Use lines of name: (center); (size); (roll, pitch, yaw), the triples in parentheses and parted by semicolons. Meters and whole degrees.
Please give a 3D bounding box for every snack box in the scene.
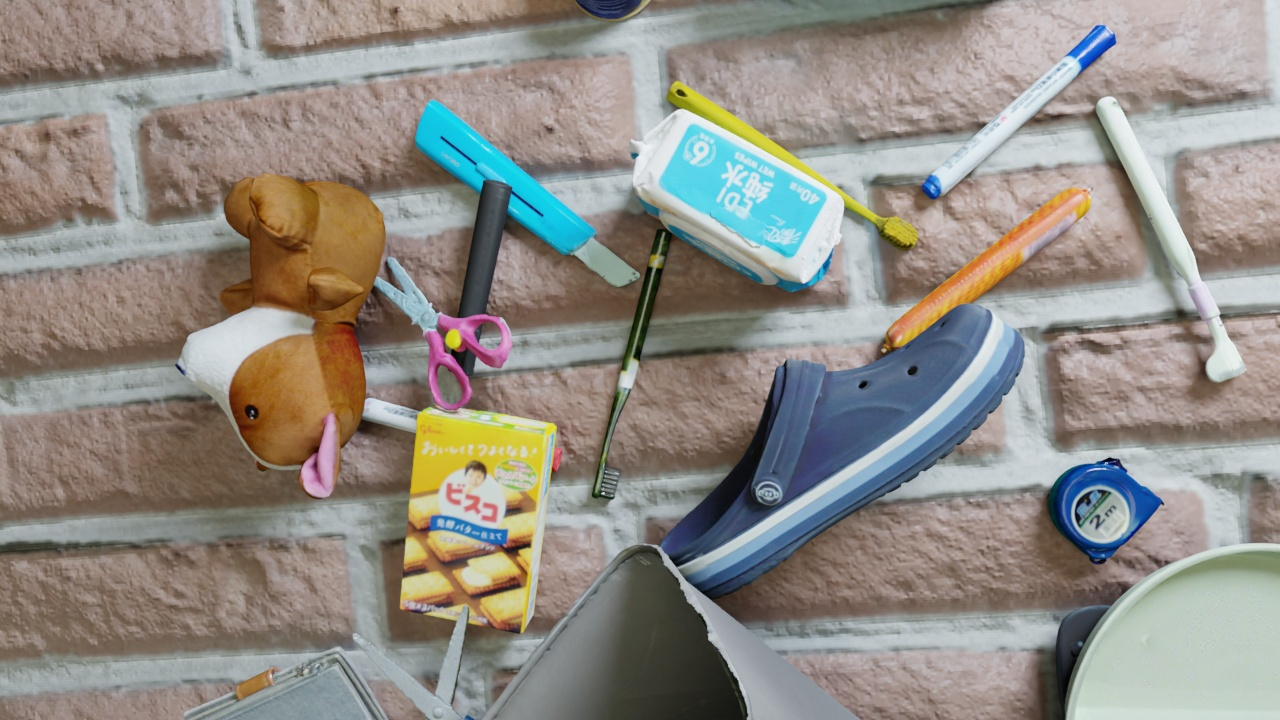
snack box: (-0.108, 0.104, 0.607); (0.087, 0.033, 0.140); (10, 99, 7)

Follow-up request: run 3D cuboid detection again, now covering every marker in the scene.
marker: (-0.108, -0.054, 0.611); (0.020, 0.022, 0.132); (7, 102, -29)
marker: (-0.124, 0.050, 0.626); (0.145, 0.017, 0.017); (14, 92, 7)
marker: (0.238, -0.155, 0.580); (0.146, 0.017, 0.017); (-42, 86, 5)

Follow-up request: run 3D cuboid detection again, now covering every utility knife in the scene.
utility knife: (-0.077, -0.108, 0.618); (0.185, 0.018, 0.034); (38, 94, 4)

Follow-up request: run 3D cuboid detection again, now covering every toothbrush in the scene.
toothbrush: (0.326, -0.077, 0.569); (0.029, 0.020, 0.189); (-21, 87, -24)
toothbrush: (0.098, -0.127, 0.597); (0.190, 0.016, 0.016); (34, 93, 6)
toothbrush: (-0.004, 0.004, 0.613); (0.017, 0.012, 0.186); (14, 92, 1)

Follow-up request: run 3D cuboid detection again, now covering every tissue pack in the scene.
tissue pack: (0.058, -0.094, 0.566); (0.140, 0.090, 0.063); (30, 93, 5)

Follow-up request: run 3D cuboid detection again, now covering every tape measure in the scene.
tape measure: (0.285, 0.091, 0.572); (0.054, 0.025, 0.058); (43, 91, 7)

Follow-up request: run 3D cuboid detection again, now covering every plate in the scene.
plate: (0.361, 0.221, 0.548); (0.230, 0.027, 0.230); (0, 91, -3)

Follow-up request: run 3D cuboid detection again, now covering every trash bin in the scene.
trash bin: (0.043, 0.255, 0.496); (0.219, 0.198, 0.199); (37, 95, -22)

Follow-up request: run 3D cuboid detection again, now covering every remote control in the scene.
remote control: (0.289, 0.218, 0.573); (0.053, 0.024, 0.136); (-9, 91, 2)

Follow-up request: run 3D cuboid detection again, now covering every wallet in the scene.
wallet: (-0.239, 0.261, 0.633); (0.130, 0.037, 0.106); (-25, 98, 6)

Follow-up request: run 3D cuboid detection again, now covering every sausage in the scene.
sausage: (0.218, -0.056, 0.580); (0.165, 0.021, 0.021); (-38, 86, 6)

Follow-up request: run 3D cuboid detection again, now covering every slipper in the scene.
slipper: (0.104, 0.044, 0.554); (0.253, 0.105, 0.095); (-40, 95, 15)

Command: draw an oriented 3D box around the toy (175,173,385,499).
toy: (-0.227, -0.018, 0.588); (0.130, 0.140, 0.199); (-4, 99, -30)

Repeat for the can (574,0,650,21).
can: (-0.008, -0.300, 0.592); (0.074, 0.049, 0.148); (18, 92, 6)

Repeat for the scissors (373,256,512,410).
scissors: (-0.146, -0.018, 0.611); (0.137, 0.017, 0.077); (32, 93, 27)

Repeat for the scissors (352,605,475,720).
scissors: (-0.132, 0.246, 0.610); (0.176, 0.012, 0.162); (36, 95, -11)
